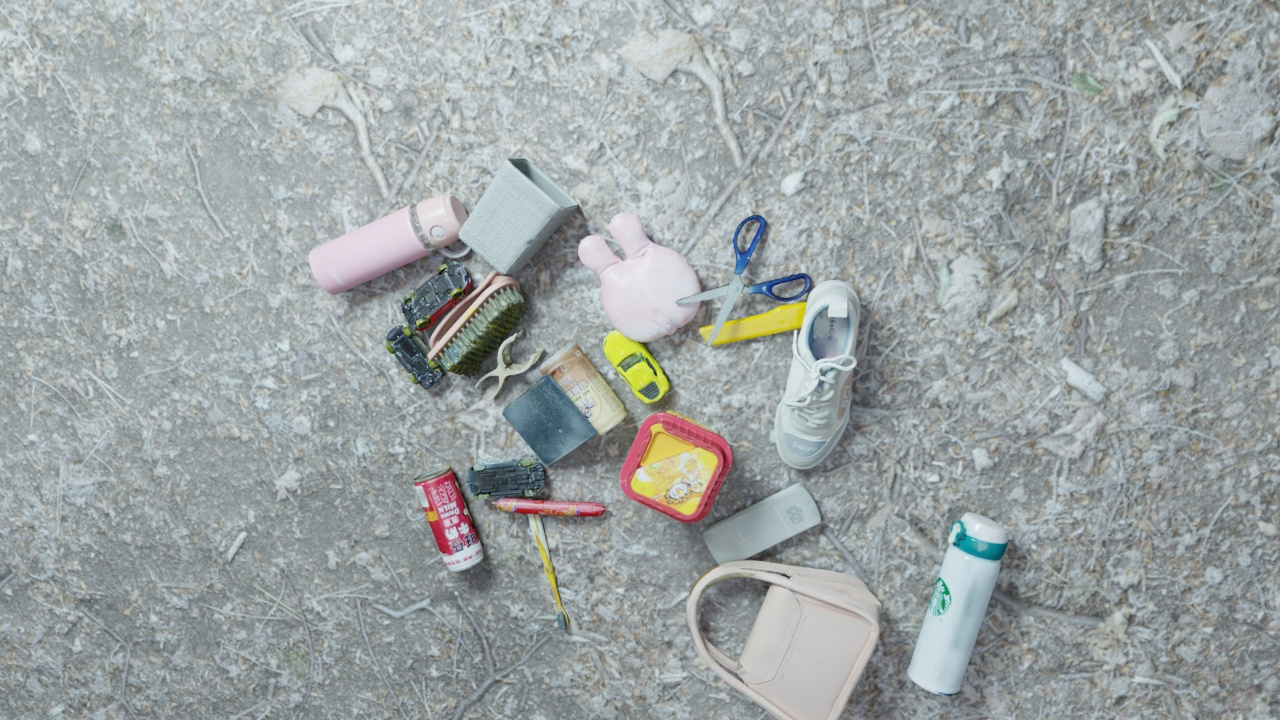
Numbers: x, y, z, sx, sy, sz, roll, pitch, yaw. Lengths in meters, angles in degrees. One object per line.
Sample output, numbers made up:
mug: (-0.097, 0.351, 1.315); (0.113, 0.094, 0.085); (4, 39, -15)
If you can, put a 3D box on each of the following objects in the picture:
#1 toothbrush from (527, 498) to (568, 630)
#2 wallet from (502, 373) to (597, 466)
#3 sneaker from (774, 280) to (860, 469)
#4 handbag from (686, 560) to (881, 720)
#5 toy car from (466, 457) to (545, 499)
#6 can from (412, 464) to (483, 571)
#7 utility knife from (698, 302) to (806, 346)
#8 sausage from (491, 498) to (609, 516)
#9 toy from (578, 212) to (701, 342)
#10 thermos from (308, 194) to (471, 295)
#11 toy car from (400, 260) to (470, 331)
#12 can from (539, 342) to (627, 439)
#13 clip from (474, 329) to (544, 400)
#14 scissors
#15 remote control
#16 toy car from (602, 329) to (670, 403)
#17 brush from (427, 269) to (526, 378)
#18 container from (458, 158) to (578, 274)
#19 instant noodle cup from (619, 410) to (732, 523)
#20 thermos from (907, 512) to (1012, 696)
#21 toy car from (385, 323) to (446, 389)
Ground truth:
toothbrush: (-0.126, 0.275, 1.230); (0.016, 0.018, 0.191); (-13, 98, 8)
wallet: (-0.118, 0.079, 1.165); (0.097, 0.019, 0.121); (51, 136, -3)
sneaker: (0.216, 0.029, 1.095); (0.089, 0.090, 0.242); (10, 110, 6)
handbag: (0.170, 0.346, 1.171); (0.234, 0.093, 0.193); (21, 103, 6)
toy car: (-0.177, 0.154, 1.208); (0.106, 0.031, 0.049); (-6, 97, 8)
can: (-0.254, 0.210, 1.218); (0.053, 0.053, 0.133); (-18, 97, 10)
utility knife: (0.149, -0.046, 1.135); (0.154, 0.015, 0.033); (-11, 99, 10)
sausage: (-0.118, 0.194, 1.206); (0.156, 0.020, 0.020); (3, 101, 0)
toy: (-0.001, -0.101, 1.124); (0.121, 0.054, 0.159); (-34, 100, 5)
thermos: (-0.310, -0.141, 1.160); (0.199, 0.067, 0.087); (-21, 128, 9)
toy car: (-0.258, -0.082, 1.172); (0.106, 0.031, 0.049); (-39, 68, 15)
can: (-0.072, 0.038, 1.158); (0.058, 0.058, 0.116); (-36, 94, 12)
clip: (-0.179, -0.004, 1.180); (0.105, 0.034, 0.084); (-27, 99, 19)
scissors: (0.126, -0.096, 1.112); (0.162, 0.012, 0.175); (8, 88, -7)
remote control: (0.156, 0.212, 1.179); (0.150, 0.021, 0.058); (-28, 97, 12)
toy car: (-0.007, 0.007, 1.158); (0.048, 0.032, 0.105); (-36, 92, 13)
brush: (-0.206, -0.050, 1.163); (0.146, 0.063, 0.073); (-48, 61, 12)
container: (-0.151, -0.173, 1.117); (0.090, 0.090, 0.114); (41, 106, 0)
instant noodle cup: (0.047, 0.120, 1.124); (0.116, 0.123, 0.116); (24, 102, 3)
thermos: (0.394, 0.299, 1.140); (0.073, 0.073, 0.224); (14, 102, 5)
toy car: (-0.293, -0.007, 1.192); (0.042, 0.035, 0.090); (-38, 93, 11)
